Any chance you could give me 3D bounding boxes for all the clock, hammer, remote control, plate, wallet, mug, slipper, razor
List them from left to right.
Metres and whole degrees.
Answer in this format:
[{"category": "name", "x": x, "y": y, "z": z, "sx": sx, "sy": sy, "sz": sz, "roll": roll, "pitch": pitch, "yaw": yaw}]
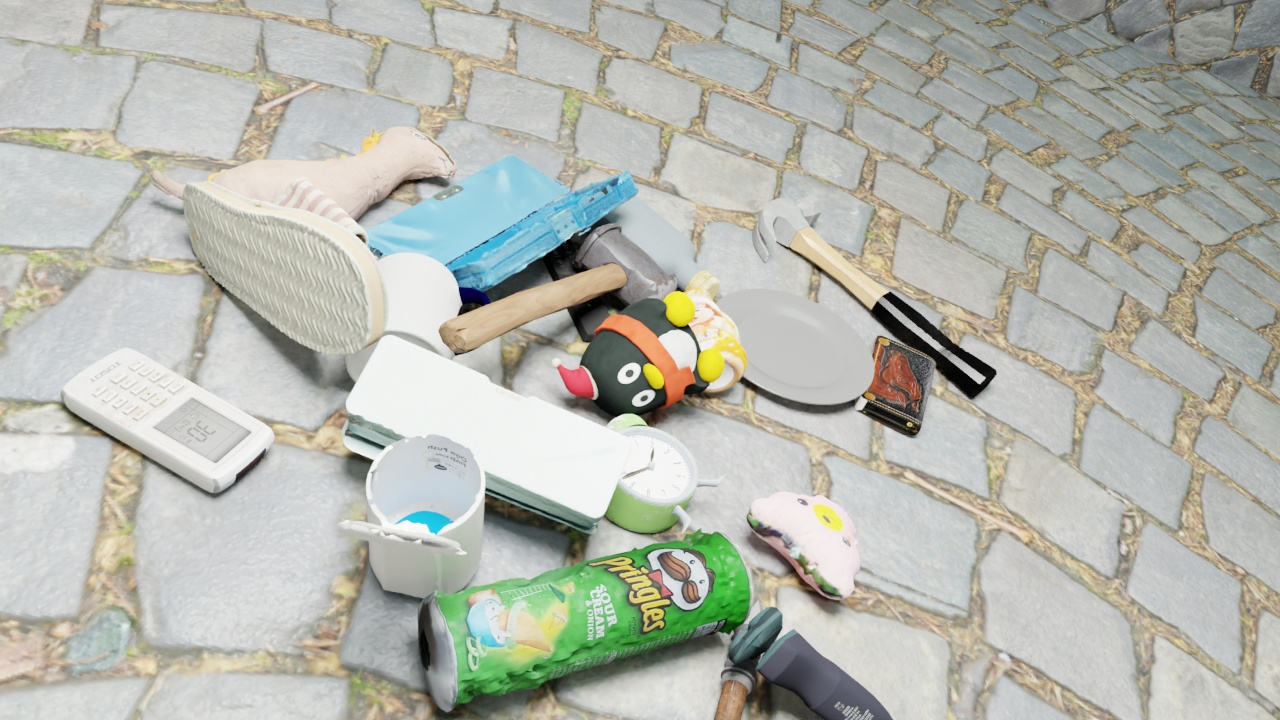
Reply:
[{"category": "remote control", "x": -0.331, "y": 0.041, "z": 0.646, "sx": 0.138, "sy": 0.026, "sz": 0.060, "roll": 28, "pitch": 40, "yaw": 6}, {"category": "slipper", "x": -0.272, "y": -0.084, "z": 0.711, "sx": 0.263, "sy": 0.115, "sz": 0.052, "roll": 22, "pitch": 32, "yaw": 35}, {"category": "mug", "x": -0.175, "y": -0.030, "z": 0.748, "sx": 0.112, "sy": 0.079, "sz": 0.096, "roll": -6, "pitch": 43, "yaw": 2}, {"category": "hammer", "x": -0.068, "y": -0.058, "z": 0.800, "sx": 0.098, "sy": 0.052, "sz": 0.327, "roll": 43, "pitch": 28, "yaw": 10}, {"category": "remote control", "x": -0.065, "y": -0.075, "z": 0.913, "sx": 0.034, "sy": 0.013, "sz": 0.150, "roll": -4, "pitch": 47, "yaw": -29}, {"category": "clock", "x": -0.003, "y": 0.091, "z": 0.737, "sx": 0.119, "sy": 0.043, "sz": 0.094, "roll": 34, "pitch": 40, "yaw": 12}, {"category": "hammer", "x": 0.041, "y": 0.270, "z": 0.569, "sx": 0.156, "sy": 0.043, "sz": 0.321, "roll": 26, "pitch": 37, "yaw": 3}, {"category": "plate", "x": 0.155, "y": -0.014, "z": 0.947, "sx": 0.178, "sy": 0.012, "sz": 0.178, "roll": 11, "pitch": 40, "yaw": -9}, {"category": "razor", "x": 0.122, "y": 0.222, "z": 0.632, "sx": 0.143, "sy": 0.047, "sz": 0.052, "roll": 40, "pitch": 5, "yaw": -12}, {"category": "hammer", "x": 0.265, "y": -0.078, "z": 1.060, "sx": 0.130, "sy": 0.039, "sz": 0.328, "roll": -26, "pitch": 61, "yaw": -41}, {"category": "wallet", "x": 0.268, "y": 0.024, "z": 0.960, "sx": 0.072, "sy": 0.019, "sz": 0.122, "roll": 24, "pitch": 39, "yaw": 8}]

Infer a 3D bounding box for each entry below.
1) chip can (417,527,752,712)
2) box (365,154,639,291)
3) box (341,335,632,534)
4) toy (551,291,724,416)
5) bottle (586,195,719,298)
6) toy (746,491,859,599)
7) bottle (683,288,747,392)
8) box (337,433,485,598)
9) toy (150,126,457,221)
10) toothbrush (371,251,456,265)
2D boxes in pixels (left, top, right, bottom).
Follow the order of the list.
[{"category": "chip can", "x": -0.035, "y": 0.168, "z": 0.612, "sx": 0.222, "sy": 0.076, "sz": 0.075, "roll": -5, "pitch": 48, "yaw": -30}, {"category": "box", "x": -0.129, "y": -0.130, "z": 0.887, "sx": 0.173, "sy": 0.066, "sz": 0.231, "roll": 16, "pitch": 38, "yaw": 31}, {"category": "box", "x": -0.115, "y": 0.069, "z": 0.677, "sx": 0.199, "sy": 0.096, "sz": 0.085, "roll": 24, "pitch": 66, "yaw": 1}, {"category": "toy", "x": -0.005, "y": 0.005, "z": 0.795, "sx": 0.119, "sy": 0.097, "sz": 0.100, "roll": -40, "pitch": 24, "yaw": -23}, {"category": "bottle", "x": 0.016, "y": -0.118, "z": 0.975, "sx": 0.161, "sy": 0.046, "sz": 0.072, "roll": 42, "pitch": 43, "yaw": 21}, {"category": "toy", "x": 0.143, "y": 0.143, "z": 0.745, "sx": 0.102, "sy": 0.050, "sz": 0.093, "roll": 46, "pitch": 39, "yaw": 20}, {"category": "bottle", "x": 0.062, "y": -0.022, "z": 0.878, "sx": 0.063, "sy": 0.063, "sz": 0.108, "roll": 7, "pitch": 42, "yaw": -19}, {"category": "box", "x": -0.137, "y": 0.103, "z": 0.572, "sx": 0.084, "sy": 0.160, "sz": 0.118, "roll": 15, "pitch": 47, "yaw": 1}, {"category": "toy", "x": -0.304, "y": -0.186, "z": 0.884, "sx": 0.196, "sy": 0.065, "sz": 0.263, "roll": 24, "pitch": 37, "yaw": 0}, {"category": "toothbrush", "x": -0.231, "y": -0.094, "z": 0.853, "sx": 0.186, "sy": 0.015, "sz": 0.016, "roll": 3, "pitch": 44, "yaw": -22}]
